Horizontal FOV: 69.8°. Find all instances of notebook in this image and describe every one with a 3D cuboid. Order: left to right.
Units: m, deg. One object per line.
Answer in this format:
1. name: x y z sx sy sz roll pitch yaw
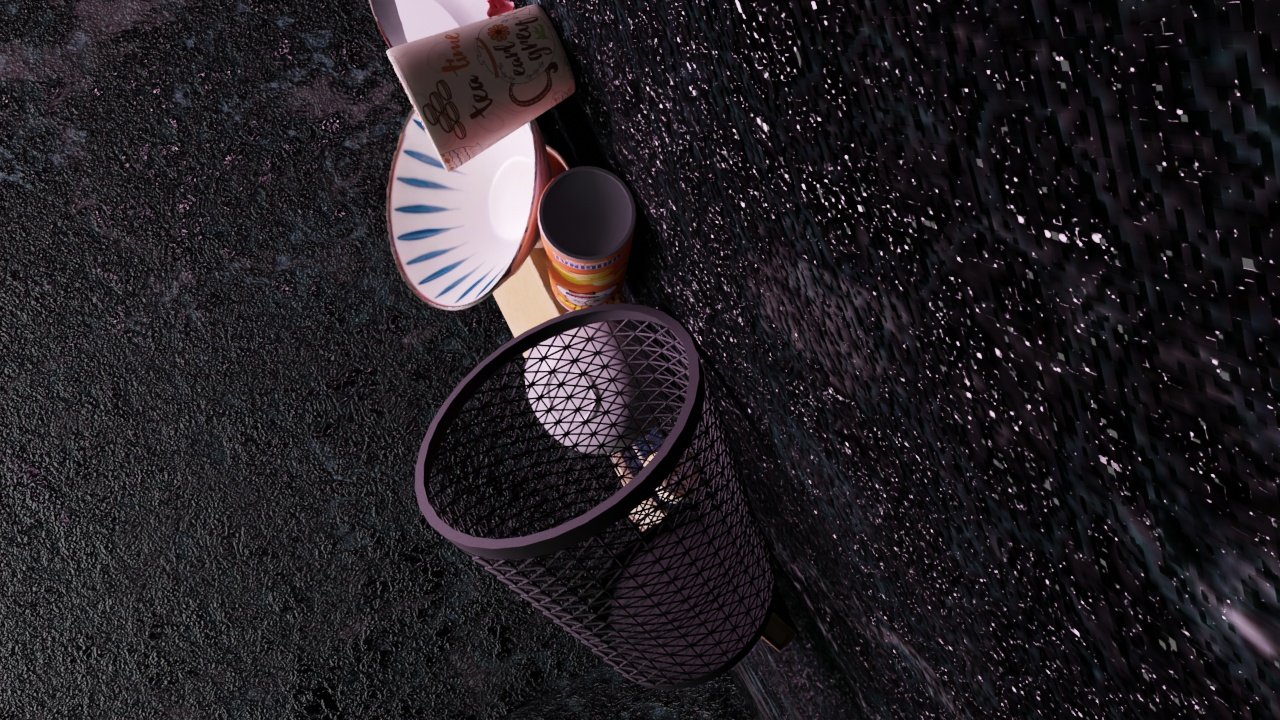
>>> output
1. notebook: 0.074 0.216 0.945 0.190 0.034 0.215 42 175 -20

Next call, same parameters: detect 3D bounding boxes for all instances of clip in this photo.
1. clip: -0.106 -0.264 0.662 0.038 0.022 0.059 67 179 -59

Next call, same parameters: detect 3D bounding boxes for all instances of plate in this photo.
1. plate: -0.167 -0.274 0.805 0.173 0.019 0.173 37 153 23

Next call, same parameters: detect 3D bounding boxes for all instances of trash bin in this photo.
1. trash bin: -0.011 0.119 0.703 0.243 0.217 0.217 59 178 -37

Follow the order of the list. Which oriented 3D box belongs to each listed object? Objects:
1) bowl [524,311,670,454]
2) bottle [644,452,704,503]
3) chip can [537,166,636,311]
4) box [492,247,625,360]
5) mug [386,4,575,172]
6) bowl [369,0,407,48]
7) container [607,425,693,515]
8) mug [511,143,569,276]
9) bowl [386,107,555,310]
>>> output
1. bowl: -0.046 0.022 0.808 0.064 0.132 0.132 -31 -85 -58
2. bottle: 0.035 0.119 0.952 0.056 0.056 0.162 63 174 4
3. chip can: -0.039 -0.081 0.679 0.062 0.062 0.210 63 174 4
4. box: -0.077 -0.097 0.925 0.249 0.122 0.141 62 148 1
5. mug: -0.104 -0.187 0.596 0.122 0.097 0.081 55 170 54
6. bowl: -0.190 -0.317 0.875 0.151 0.056 0.151 40 156 21
7. container: 0.010 0.145 1.211 0.145 0.071 0.187 61 174 17
8. mug: -0.098 -0.124 0.791 0.085 0.111 0.104 26 -179 6
9. bowl: -0.112 -0.124 0.689 0.070 0.178 0.177 2 -130 -48
